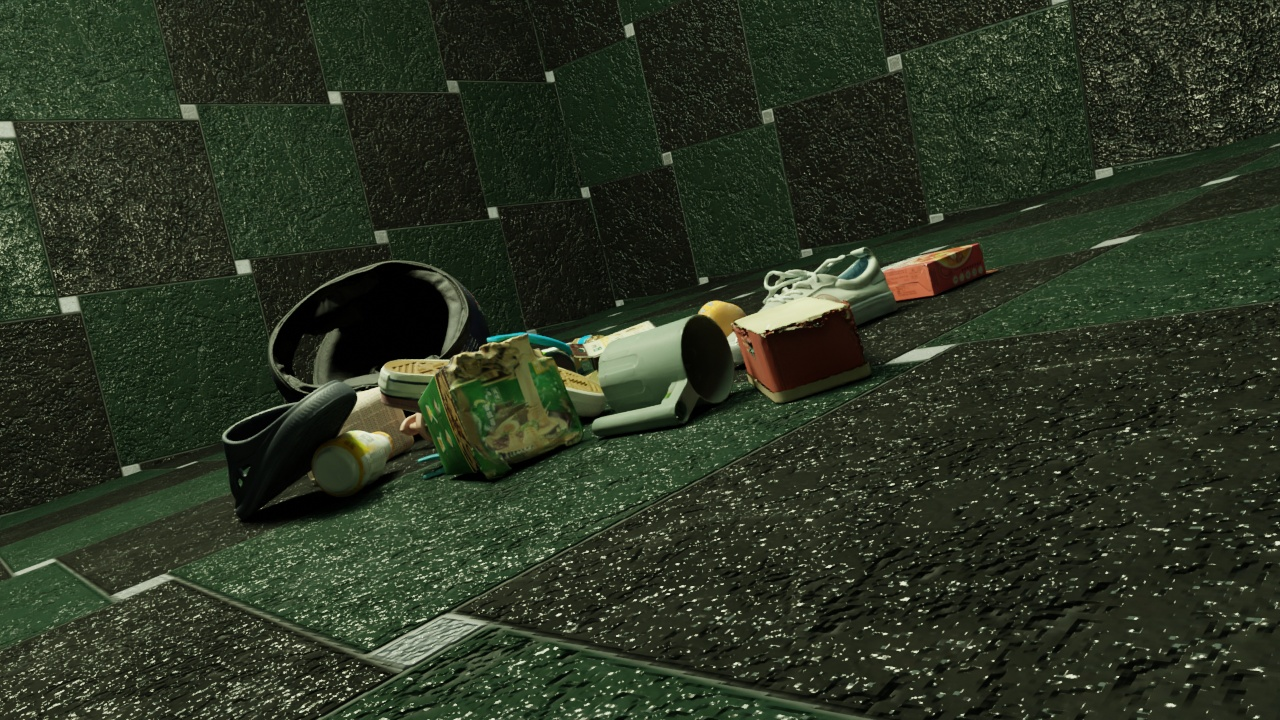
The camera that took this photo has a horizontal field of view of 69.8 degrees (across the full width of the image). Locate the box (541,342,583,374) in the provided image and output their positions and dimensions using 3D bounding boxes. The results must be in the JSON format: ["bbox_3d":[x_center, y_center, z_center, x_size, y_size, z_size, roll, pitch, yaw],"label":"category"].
[{"bbox_3d":[-0.189,0.022,1.491,0.184,0.059,0.089,-18,5,15],"label":"box"}]

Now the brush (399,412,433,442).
[{"bbox_3d":[-0.250,0.068,1.203,0.073,0.063,0.145,-10,10,25],"label":"brush"}]

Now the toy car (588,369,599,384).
[{"bbox_3d":[-0.007,0.007,1.185,0.070,0.042,0.157,-12,10,43],"label":"toy car"}]

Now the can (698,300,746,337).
[{"bbox_3d":[0.116,-0.055,1.313,0.058,0.058,0.146,-17,6,0],"label":"can"}]

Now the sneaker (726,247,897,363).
[{"bbox_3d":[0.190,-0.067,1.052,0.241,0.091,0.090,-21,6,-27],"label":"sneaker"}]

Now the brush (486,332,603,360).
[{"bbox_3d":[-0.119,-0.025,1.381,0.254,0.046,0.083,5,-4,-43],"label":"brush"}]

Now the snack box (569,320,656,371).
[{"bbox_3d":[-0.031,-0.014,1.307,0.125,0.053,0.113,-22,13,-4],"label":"snack box"}]

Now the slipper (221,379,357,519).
[{"bbox_3d":[-0.382,0.079,0.977,0.110,0.083,0.269,-41,-1,-45],"label":"slipper"}]

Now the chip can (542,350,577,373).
[{"bbox_3d":[-0.153,0.023,1.306,0.072,0.072,0.236,-19,7,-20],"label":"chip can"}]

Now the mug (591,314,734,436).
[{"bbox_3d":[0.016,0.020,0.851,0.104,0.084,0.123,-14,31,38],"label":"mug"}]

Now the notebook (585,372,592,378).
[{"bbox_3d":[0.009,-0.007,1.420,0.148,0.008,0.207,-14,7,24],"label":"notebook"}]

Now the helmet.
[{"bbox_3d":[-0.382,0.000,1.376,0.314,0.247,0.241,-26,-20,-22],"label":"helmet"}]

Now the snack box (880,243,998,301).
[{"bbox_3d":[0.373,-0.113,1.185,0.126,0.044,0.113,-20,6,-30],"label":"snack box"}]

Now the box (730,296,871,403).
[{"bbox_3d":[0.138,-0.021,0.820,0.091,0.080,0.168,-18,6,0],"label":"box"}]

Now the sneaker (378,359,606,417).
[{"bbox_3d":[-0.157,0.052,0.983,0.241,0.088,0.118,4,15,-9],"label":"sneaker"}]

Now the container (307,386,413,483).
[{"bbox_3d":[-0.362,0.095,1.150,0.090,0.090,0.110,-14,10,29],"label":"container"}]

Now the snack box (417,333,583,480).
[{"bbox_3d":[-0.142,0.053,0.866,0.118,0.117,0.106,-19,-7,-40],"label":"snack box"}]

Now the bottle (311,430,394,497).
[{"bbox_3d":[-0.305,0.106,0.991,0.063,0.063,0.108,-16,6,13],"label":"bottle"}]

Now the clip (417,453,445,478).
[{"bbox_3d":[-0.194,0.101,0.920,0.056,0.043,0.014,-17,8,-7],"label":"clip"}]
